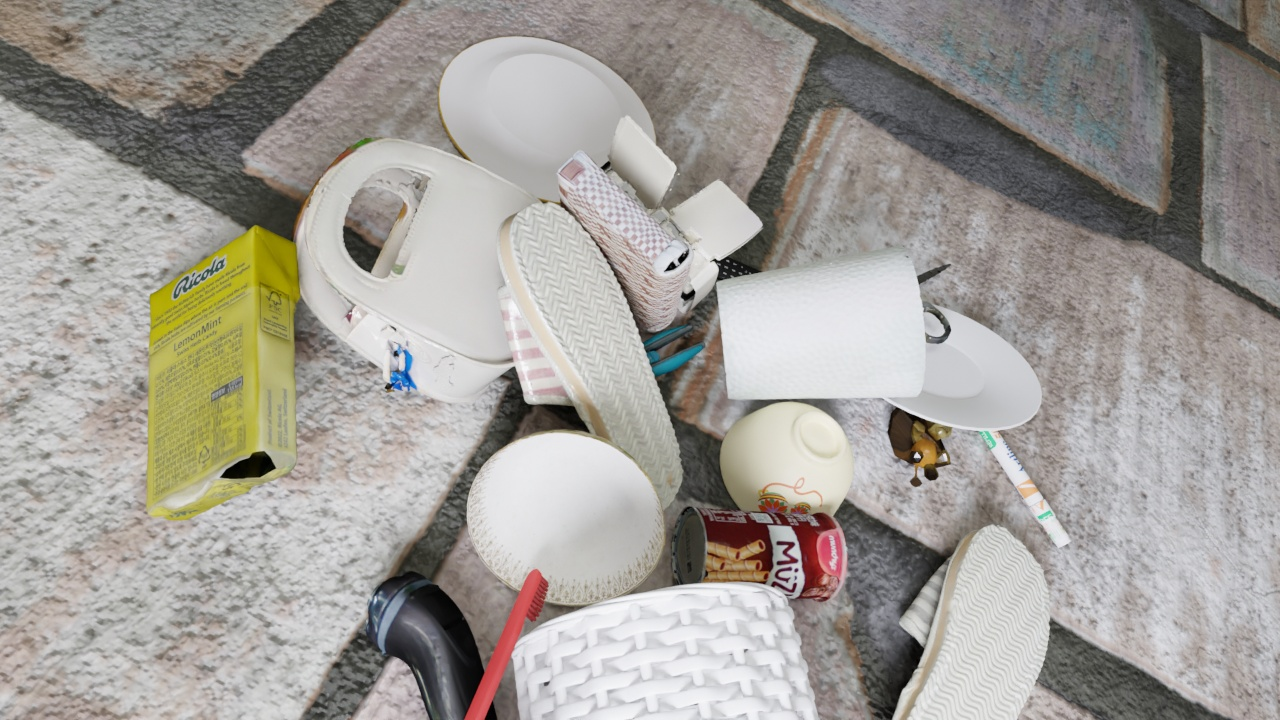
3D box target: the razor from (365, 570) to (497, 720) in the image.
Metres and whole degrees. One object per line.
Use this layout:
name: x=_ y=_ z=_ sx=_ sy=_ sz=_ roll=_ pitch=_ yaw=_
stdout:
razor: x=-0.137 y=0.209 z=0.609 sx=0.140 sy=0.064 sz=0.053 roll=62 pitch=15 yaw=10

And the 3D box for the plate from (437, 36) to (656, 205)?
plate: x=-0.089 y=-0.252 z=0.932 sx=0.229 sy=0.021 sz=0.229 roll=11 pitch=56 yaw=-16

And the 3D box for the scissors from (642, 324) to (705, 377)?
scissors: x=-0.006 y=0.000 z=0.812 sx=0.136 sy=0.019 sz=0.138 roll=11 pitch=57 yaw=-13

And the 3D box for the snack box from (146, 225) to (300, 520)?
snack box: x=-0.285 y=0.011 z=0.629 sx=0.045 sy=0.121 sz=0.180 roll=29 pitch=42 yaw=-54

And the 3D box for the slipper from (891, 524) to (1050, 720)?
slipper: x=0.264 y=0.245 z=0.747 sx=0.114 sy=0.054 sz=0.271 roll=41 pitch=49 yaw=1

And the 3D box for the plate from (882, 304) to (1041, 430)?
plate: x=0.286 y=0.003 z=0.899 sx=0.208 sy=0.015 sz=0.208 roll=8 pitch=37 yaw=-7

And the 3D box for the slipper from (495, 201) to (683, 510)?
slipper: x=-0.044 y=0.006 z=0.716 sx=0.114 sy=0.052 sz=0.263 roll=-45 pitch=115 yaw=-50

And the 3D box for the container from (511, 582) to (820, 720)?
container: x=0.024 y=0.255 z=0.558 sx=0.189 sy=0.190 sz=0.186 roll=1 pitch=58 yaw=-22

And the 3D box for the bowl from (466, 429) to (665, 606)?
bowl: x=-0.051 y=0.103 z=0.673 sx=0.145 sy=0.145 sz=0.063 roll=25 pitch=24 yaw=-6

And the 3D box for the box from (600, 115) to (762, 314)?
box: x=0.037 y=-0.141 z=0.798 sx=0.098 sy=0.184 sz=0.143 roll=-42 pitch=86 yaw=-10

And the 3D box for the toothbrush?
toothbrush: x=-0.098 y=0.222 z=0.585 sx=0.018 sy=0.012 sz=0.211 roll=52 pitch=36 yaw=-25

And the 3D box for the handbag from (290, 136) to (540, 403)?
handbag: x=-0.174 y=-0.075 z=0.730 sx=0.199 sy=0.093 sz=0.200 roll=32 pitch=51 yaw=-24

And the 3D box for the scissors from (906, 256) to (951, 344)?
scissors: x=0.275 y=-0.072 z=0.962 sx=0.157 sy=0.013 sz=0.170 roll=-2 pitch=43 yaw=-15

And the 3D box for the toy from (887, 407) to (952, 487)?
toy: x=0.258 y=0.078 z=0.842 sx=0.076 sy=0.063 sz=0.099 roll=46 pitch=33 yaw=-13

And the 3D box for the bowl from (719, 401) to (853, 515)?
bowl: x=0.137 y=0.081 z=0.785 sx=0.118 sy=0.074 sz=0.117 roll=11 pitch=56 yaw=-17

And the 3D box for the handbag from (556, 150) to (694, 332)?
handbag: x=-0.013 y=-0.093 z=0.767 sx=0.124 sy=0.186 sz=0.047 roll=42 pitch=78 yaw=6

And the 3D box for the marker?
marker: x=0.371 y=0.115 z=0.897 sx=0.017 sy=0.017 sz=0.145 roll=-17 pitch=67 yaw=-30

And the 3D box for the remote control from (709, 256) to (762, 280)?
remote control: x=0.075 y=-0.094 z=0.909 sx=0.140 sy=0.009 sz=0.030 roll=22 pitch=54 yaw=-8

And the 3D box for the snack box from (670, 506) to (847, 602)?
snack box: x=0.092 y=0.153 z=0.723 sx=0.121 sy=0.072 sz=0.072 roll=6 pitch=58 yaw=-19

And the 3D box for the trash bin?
trash bin: x=0.151 y=-0.026 z=0.801 sx=0.161 sy=0.133 sz=0.133 roll=-6 pitch=59 yaw=5
